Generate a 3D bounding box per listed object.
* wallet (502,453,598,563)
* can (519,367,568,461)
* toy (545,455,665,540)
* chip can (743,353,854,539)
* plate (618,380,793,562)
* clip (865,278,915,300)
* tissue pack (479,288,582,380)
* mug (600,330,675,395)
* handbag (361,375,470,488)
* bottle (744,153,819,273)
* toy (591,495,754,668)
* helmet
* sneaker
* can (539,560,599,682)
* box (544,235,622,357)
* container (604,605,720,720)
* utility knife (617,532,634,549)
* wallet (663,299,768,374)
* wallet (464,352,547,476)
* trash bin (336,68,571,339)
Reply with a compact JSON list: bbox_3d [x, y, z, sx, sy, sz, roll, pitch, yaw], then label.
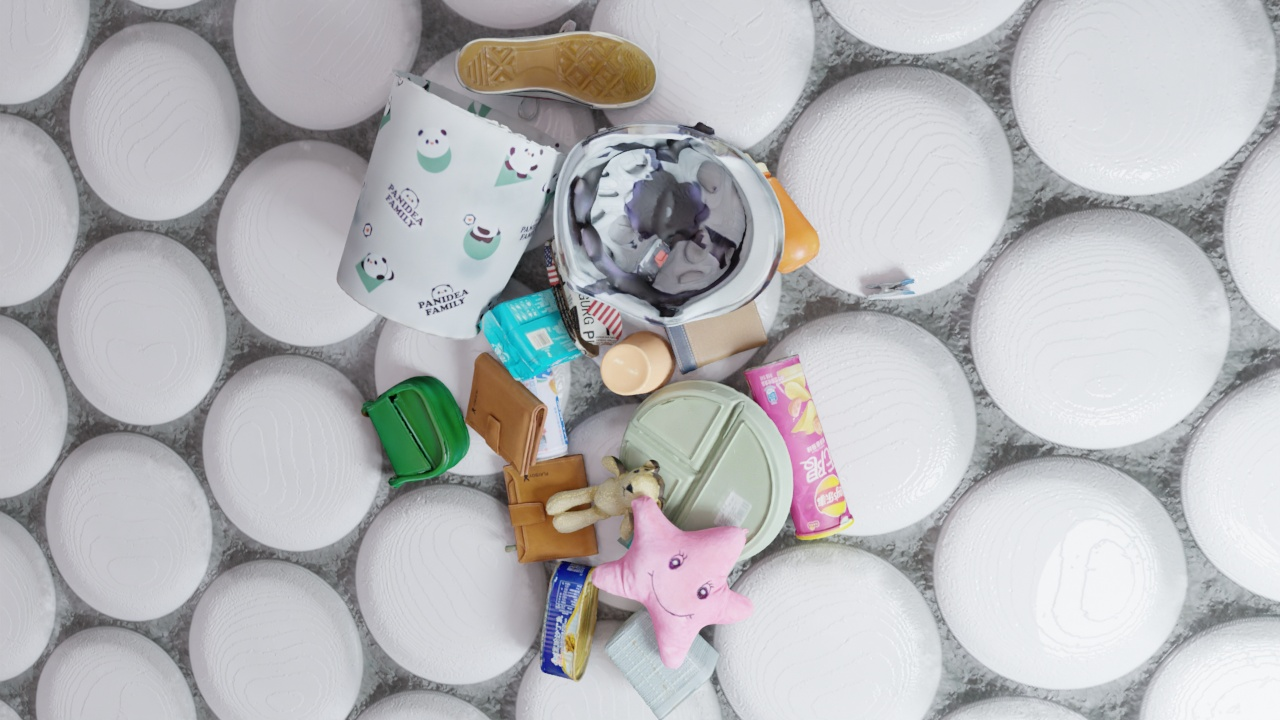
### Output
[{"bbox_3d":[-0.121,0.192,1.178,0.119,0.035,0.130,-9,92,6],"label":"wallet"},{"bbox_3d":[-0.128,0.057,1.156,0.053,0.053,0.134,-12,92,12],"label":"can"},{"bbox_3d":[-0.043,0.169,1.116,0.157,0.066,0.105,-20,73,23],"label":"toy"},{"bbox_3d":[0.186,0.101,1.086,0.071,0.071,0.210,-19,90,12],"label":"chip can"},{"bbox_3d":[0.070,0.138,1.101,0.231,0.027,0.230,6,103,29],"label":"plate"},{"bbox_3d":[0.293,-0.082,1.075,0.058,0.026,0.038,-5,85,18],"label":"clip"},{"bbox_3d":[-0.122,-0.034,1.113,0.050,0.133,0.093,-38,82,37],"label":"tissue pack"},{"bbox_3d":[-0.006,0.006,1.093,0.078,0.122,0.078,1,95,12],"label":"mug"},{"bbox_3d":[-0.294,0.091,1.191,0.120,0.067,0.131,-22,91,20],"label":"handbag"},{"bbox_3d":[0.153,-0.178,1.081,0.067,0.066,0.149,-30,81,12],"label":"bottle"},{"bbox_3d":[0.046,0.240,1.061,0.178,0.074,0.194,-38,95,-1],"label":"toy"},{"bbox_3d":[0.036,-0.164,1.048,0.259,0.145,0.229,8,114,8],"label":"helmet"},{"bbox_3d":[-0.103,-0.350,1.107,0.241,0.088,0.118,-1,107,-10],"label":"sneaker"},{"bbox_3d":[-0.089,0.328,1.159,0.049,0.074,0.148,9,96,14],"label":"can"},{"bbox_3d":[-0.082,-0.078,1.109,0.082,0.075,0.163,-41,59,46],"label":"box"},{"bbox_3d":[0.025,0.360,1.131,0.090,0.090,0.111,-44,82,11],"label":"container"},{"bbox_3d":[0.041,0.265,1.159,0.157,0.013,0.029,35,103,4],"label":"utility knife"},{"bbox_3d":[0.088,-0.043,1.113,0.115,0.033,0.090,-20,92,7],"label":"wallet"},{"bbox_3d":[-0.169,0.066,1.141,0.132,0.031,0.108,38,125,37],"label":"wallet"},{"bbox_3d":[-0.228,-0.177,1.081,0.229,0.229,0.252,28,104,8],"label":"trash bin"}]
